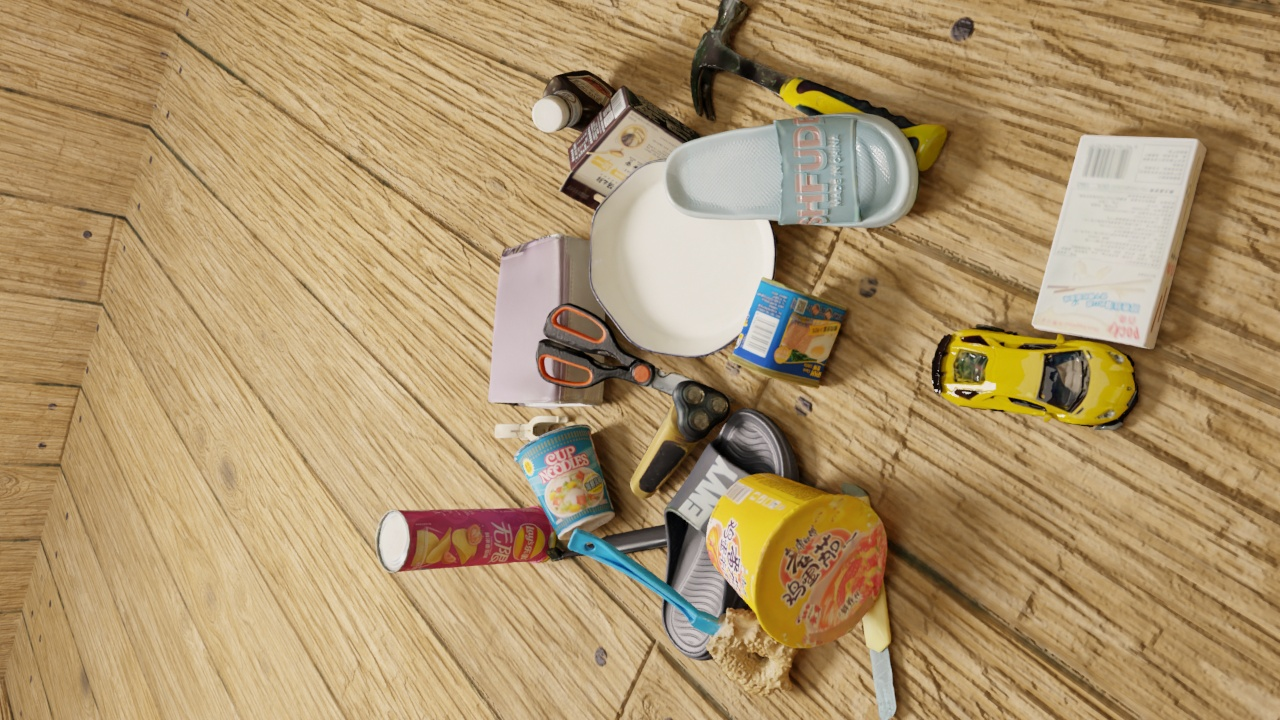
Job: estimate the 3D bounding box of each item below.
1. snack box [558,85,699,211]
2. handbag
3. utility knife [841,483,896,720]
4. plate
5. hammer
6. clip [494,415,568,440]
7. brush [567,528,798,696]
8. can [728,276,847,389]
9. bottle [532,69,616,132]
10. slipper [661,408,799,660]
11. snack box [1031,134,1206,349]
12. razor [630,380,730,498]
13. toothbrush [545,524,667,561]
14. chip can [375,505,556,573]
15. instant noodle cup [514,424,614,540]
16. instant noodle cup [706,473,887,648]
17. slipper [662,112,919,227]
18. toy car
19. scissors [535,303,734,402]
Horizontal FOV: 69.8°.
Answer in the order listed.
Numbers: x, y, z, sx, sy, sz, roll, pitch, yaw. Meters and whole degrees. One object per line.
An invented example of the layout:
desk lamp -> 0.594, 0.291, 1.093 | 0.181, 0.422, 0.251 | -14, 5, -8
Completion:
snack box -> -0.012, -0.221, 1.018 | 0.126, 0.113, 0.053 | -40, 42, 32
handbag -> -0.112, -0.041, 1.105 | 0.145, 0.098, 0.197 | -2, 84, 42
utility knife -> 0.205, 0.213, 0.822 | 0.031, 0.022, 0.210 | -21, 64, 45
plate -> 0.045, -0.106, 0.956 | 0.205, 0.045, 0.205 | 4, 100, 23
hammer -> 0.163, -0.263, 0.918 | 0.323, 0.031, 0.126 | 41, 112, 39
clip -> -0.133, 0.087, 1.147 | 0.100, 0.071, 0.034 | -4, 82, 40
brush -> 0.041, 0.235, 0.886 | 0.255, 0.045, 0.083 | 30, 119, 12
can -> 0.140, -0.025, 0.861 | 0.057, 0.102, 0.083 | 27, 100, 42
bottle -> -0.075, -0.290, 1.041 | 0.080, 0.194, 0.044 | 38, 115, -3
slipper -> 0.073, 0.179, 0.911 | 0.111, 0.083, 0.268 | 27, 104, 41
snack box -> 0.365, -0.093, 0.704 | 0.085, 0.026, 0.157 | 17, 96, 43
razor -> 0.033, 0.090, 0.965 | 0.067, 0.062, 0.168 | -79, 16, -48
toothbrush -> -0.034, 0.210, 1.046 | 0.213, 0.027, 0.026 | -19, 34, 41
chip can -> -0.201, 0.209, 1.078 | 0.072, 0.210, 0.071 | -7, 80, 44
instant noodle cup -> -0.081, 0.144, 1.062 | 0.099, 0.099, 0.110 | -39, 67, 34
instant noodle cup -> 0.131, 0.168, 0.818 | 0.110, 0.138, 0.138 | 25, 102, 62
slipper -> 0.129, -0.174, 0.844 | 0.246, 0.074, 0.104 | 3, 98, 26
toy car -> 0.311, 0.011, 0.733 | 0.156, 0.041, 0.071 | 12, 93, 43
scissors -> -0.012, 0.023, 0.994 | 0.235, 0.021, 0.142 | 41, 105, 10
